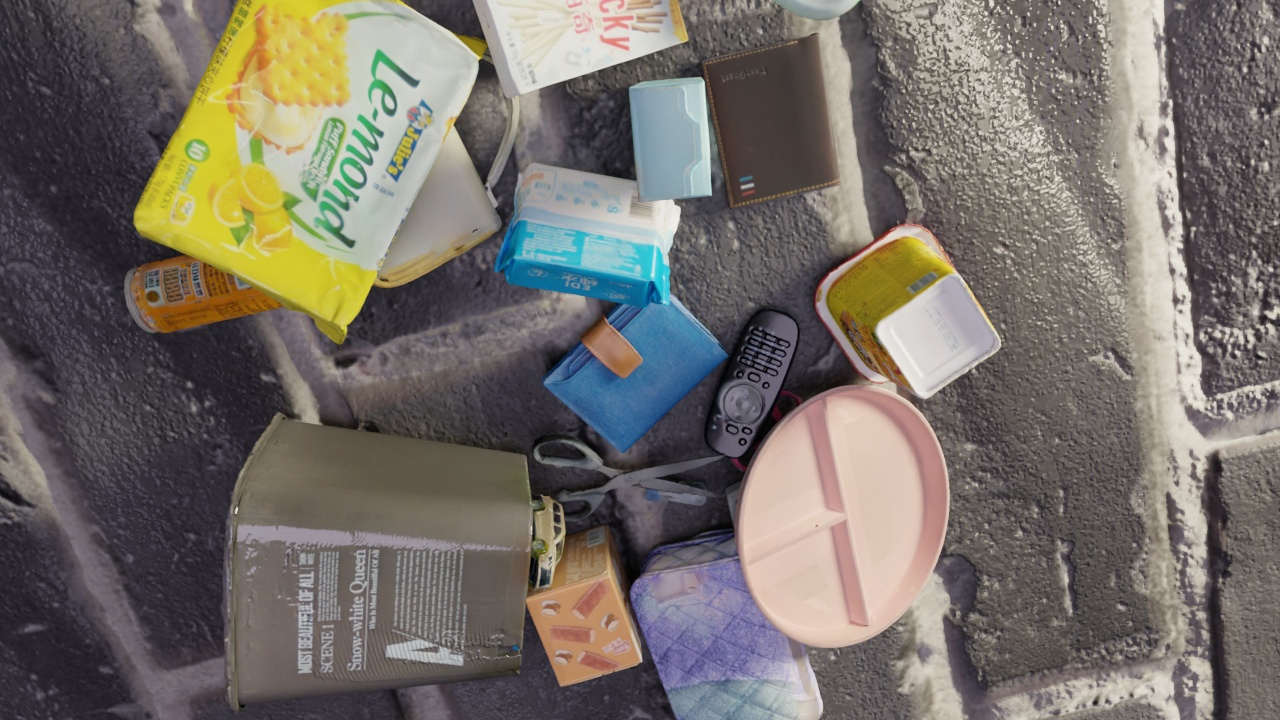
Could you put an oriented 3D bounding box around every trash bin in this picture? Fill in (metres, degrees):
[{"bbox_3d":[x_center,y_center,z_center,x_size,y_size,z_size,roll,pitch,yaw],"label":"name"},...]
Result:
[{"bbox_3d":[-0.206,0.163,0.754,0.219,0.198,0.199,4,107,-10],"label":"trash bin"}]

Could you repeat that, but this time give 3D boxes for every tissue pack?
[{"bbox_3d":[-0.040,-0.096,0.729,0.140,0.063,0.089,9,71,-4],"label":"tissue pack"}]

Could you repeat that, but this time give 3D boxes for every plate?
[{"bbox_3d":[0.176,0.134,0.798,0.229,0.028,0.229,-2,96,-26],"label":"plate"}]

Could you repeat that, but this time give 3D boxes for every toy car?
[{"bbox_3d":[-0.083,0.157,0.789,0.035,0.090,0.042,4,122,-9],"label":"toy car"}]

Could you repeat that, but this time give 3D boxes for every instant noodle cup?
[{"bbox_3d":[0.219,-0.035,0.742,0.116,0.123,0.116,-36,106,7],"label":"instant noodle cup"}]

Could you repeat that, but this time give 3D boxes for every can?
[{"bbox_3d":[-0.331,-0.063,0.741,0.146,0.058,0.058,-12,107,1],"label":"can"}]

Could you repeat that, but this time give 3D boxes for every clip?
[{"bbox_3d":[0.033,0.120,0.836,0.057,0.029,0.024,7,105,2],"label":"clip"}]

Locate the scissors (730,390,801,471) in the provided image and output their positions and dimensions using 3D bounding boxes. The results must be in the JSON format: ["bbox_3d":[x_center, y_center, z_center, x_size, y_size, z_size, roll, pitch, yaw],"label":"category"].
[{"bbox_3d":[0.150,0.081,0.823,0.136,0.017,0.105,20,90,-5],"label":"scissors"}]

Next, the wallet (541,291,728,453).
[{"bbox_3d":[-0.005,0.005,0.790,0.133,0.040,0.106,-43,109,10],"label":"wallet"}]

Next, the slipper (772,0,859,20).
[{"bbox_3d":[0.065,-0.339,0.646,0.245,0.074,0.104,42,101,2],"label":"slipper"}]

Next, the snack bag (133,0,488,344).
[{"bbox_3d":[-0.229,-0.154,0.645,0.158,0.068,0.246,27,92,-16],"label":"snack bag"}]

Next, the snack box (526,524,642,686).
[{"bbox_3d":[-0.050,0.218,0.823,0.077,0.092,0.094,-18,107,3],"label":"snack box"}]

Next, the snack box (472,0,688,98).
[{"bbox_3d":[-0.042,-0.256,0.673,0.156,0.027,0.085,-27,110,-26],"label":"snack box"}]

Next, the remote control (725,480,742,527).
[{"bbox_3d":[0.121,0.178,0.857,0.058,0.021,0.150,-14,108,1],"label":"remote control"}]

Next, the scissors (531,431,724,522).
[{"bbox_3d":[-0.018,0.105,0.815,0.159,0.014,0.174,39,116,-19],"label":"scissors"}]

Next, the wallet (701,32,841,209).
[{"bbox_3d":[0.107,-0.192,0.743,0.096,0.020,0.122,-12,105,1],"label":"wallet"}]

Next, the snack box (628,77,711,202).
[{"bbox_3d":[0.024,-0.165,0.666,0.051,0.174,0.074,-3,108,4],"label":"snack box"}]

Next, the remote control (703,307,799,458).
[{"bbox_3d":[0.097,0.020,0.800,0.053,0.024,0.136,23,98,6],"label":"remote control"}]

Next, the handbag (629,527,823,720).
[{"bbox_3d":[0.079,0.251,0.841,0.134,0.075,0.194,-13,108,19],"label":"handbag"}]

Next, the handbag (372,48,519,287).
[{"bbox_3d":[-0.170,-0.163,0.721,0.178,0.063,0.163,-27,106,-3],"label":"handbag"}]
